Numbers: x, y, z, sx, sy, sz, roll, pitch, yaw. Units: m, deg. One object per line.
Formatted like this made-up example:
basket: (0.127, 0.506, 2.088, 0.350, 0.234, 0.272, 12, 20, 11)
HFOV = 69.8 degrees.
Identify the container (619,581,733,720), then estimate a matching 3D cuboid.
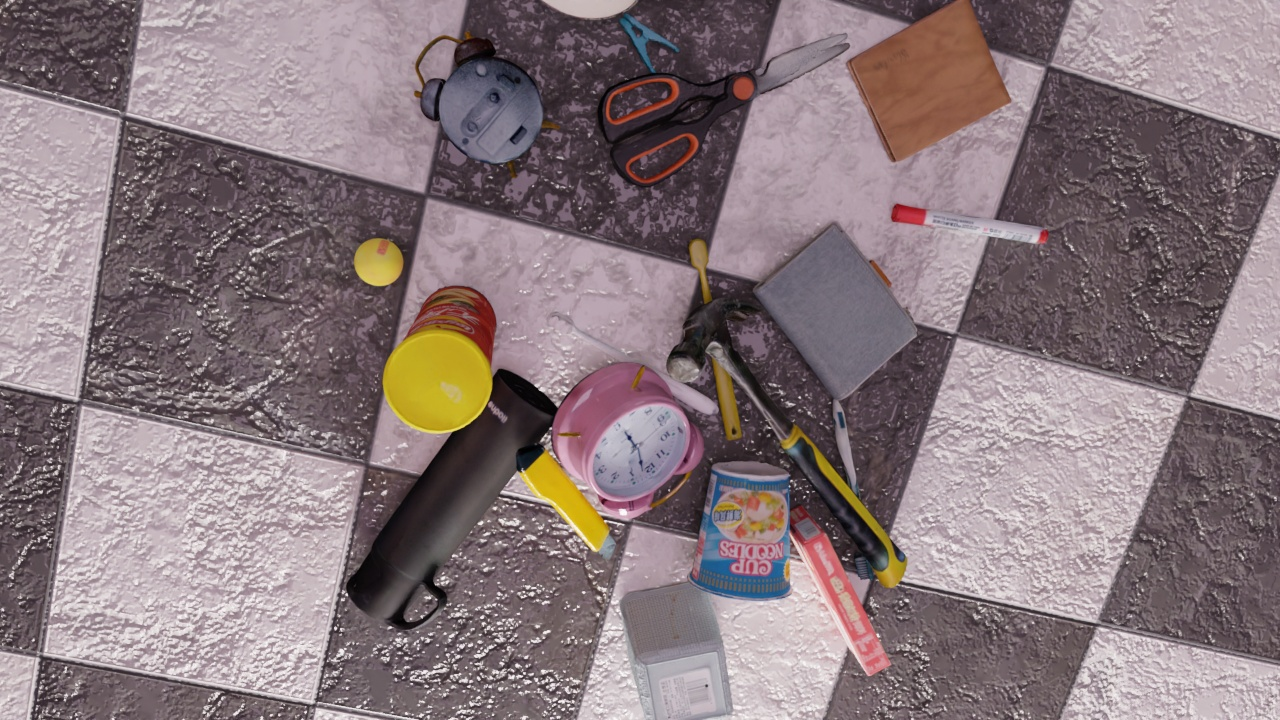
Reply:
container: (0.033, 0.274, 0.846, 0.090, 0.111, 0.090, -10, 104, -3)

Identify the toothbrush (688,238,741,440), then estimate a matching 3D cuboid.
toothbrush: (0.068, -0.018, 0.833, 0.015, 0.016, 0.190, -13, 105, -3)

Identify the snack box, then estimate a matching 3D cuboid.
snack box: (0.183, 0.216, 0.866, 0.025, 0.075, 0.153, -28, 104, 0)

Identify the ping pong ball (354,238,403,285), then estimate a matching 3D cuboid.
ping pong ball: (-0.222, -0.083, 0.777, 0.040, 0.040, 0.040, -1, 103, -5)

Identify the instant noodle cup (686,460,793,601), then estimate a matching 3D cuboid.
instant noodle cup: (0.095, 0.151, 0.839, 0.099, 0.099, 0.110, 4, 94, -6)

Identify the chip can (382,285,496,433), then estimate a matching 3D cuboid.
chip can: (-0.147, -0.010, 0.711, 0.073, 0.216, 0.073, -2, 104, -6)

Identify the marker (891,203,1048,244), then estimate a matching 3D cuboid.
marker: (0.298, -0.123, 0.830, 0.145, 0.017, 0.017, 7, 102, -7)

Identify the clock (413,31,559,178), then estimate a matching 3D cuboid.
clock: (-0.130, -0.212, 0.749, 0.122, 0.055, 0.082, 41, 97, -12)

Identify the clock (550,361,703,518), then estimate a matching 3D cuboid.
clock: (-0.005, 0.077, 0.809, 0.117, 0.060, 0.158, -41, 134, -6)

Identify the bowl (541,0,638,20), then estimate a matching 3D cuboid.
bowl: (-0.040, -0.334, 0.713, 0.116, 0.117, 0.066, 24, 56, -10)

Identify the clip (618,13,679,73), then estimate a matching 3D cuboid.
clip: (0.004, -0.269, 0.770, 0.055, 0.013, 0.034, 40, 95, -12)

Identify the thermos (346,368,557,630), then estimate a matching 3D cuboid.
thermos: (-0.160, 0.129, 0.814, 0.090, 0.068, 0.243, 38, 98, 16)

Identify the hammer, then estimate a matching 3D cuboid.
hammer: (0.144, 0.077, 0.818, 0.032, 0.125, 0.323, -24, 114, 40)

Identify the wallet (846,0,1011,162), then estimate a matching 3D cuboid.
wallet: (0.251, -0.242, 0.798, 0.115, 0.020, 0.101, -29, 102, 4)

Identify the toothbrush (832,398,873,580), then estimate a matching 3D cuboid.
toothbrush: (0.201, 0.126, 0.878, 0.018, 0.016, 0.192, -12, 104, 8)

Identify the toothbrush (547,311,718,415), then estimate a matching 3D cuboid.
toothbrush: (-0.005, 0.005, 0.830, 0.180, 0.016, 0.016, 30, 102, -11)

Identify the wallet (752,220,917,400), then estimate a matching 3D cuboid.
wallet: (0.177, -0.046, 0.825, 0.106, 0.037, 0.130, -40, 101, -4)

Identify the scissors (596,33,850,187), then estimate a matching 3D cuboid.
scissors: (0.078, -0.215, 0.790, 0.235, 0.021, 0.139, -5, 111, -9)

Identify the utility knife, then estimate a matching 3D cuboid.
utility knife: (-0.064, 0.131, 0.824, 0.033, 0.015, 0.176, -42, 131, -12)
